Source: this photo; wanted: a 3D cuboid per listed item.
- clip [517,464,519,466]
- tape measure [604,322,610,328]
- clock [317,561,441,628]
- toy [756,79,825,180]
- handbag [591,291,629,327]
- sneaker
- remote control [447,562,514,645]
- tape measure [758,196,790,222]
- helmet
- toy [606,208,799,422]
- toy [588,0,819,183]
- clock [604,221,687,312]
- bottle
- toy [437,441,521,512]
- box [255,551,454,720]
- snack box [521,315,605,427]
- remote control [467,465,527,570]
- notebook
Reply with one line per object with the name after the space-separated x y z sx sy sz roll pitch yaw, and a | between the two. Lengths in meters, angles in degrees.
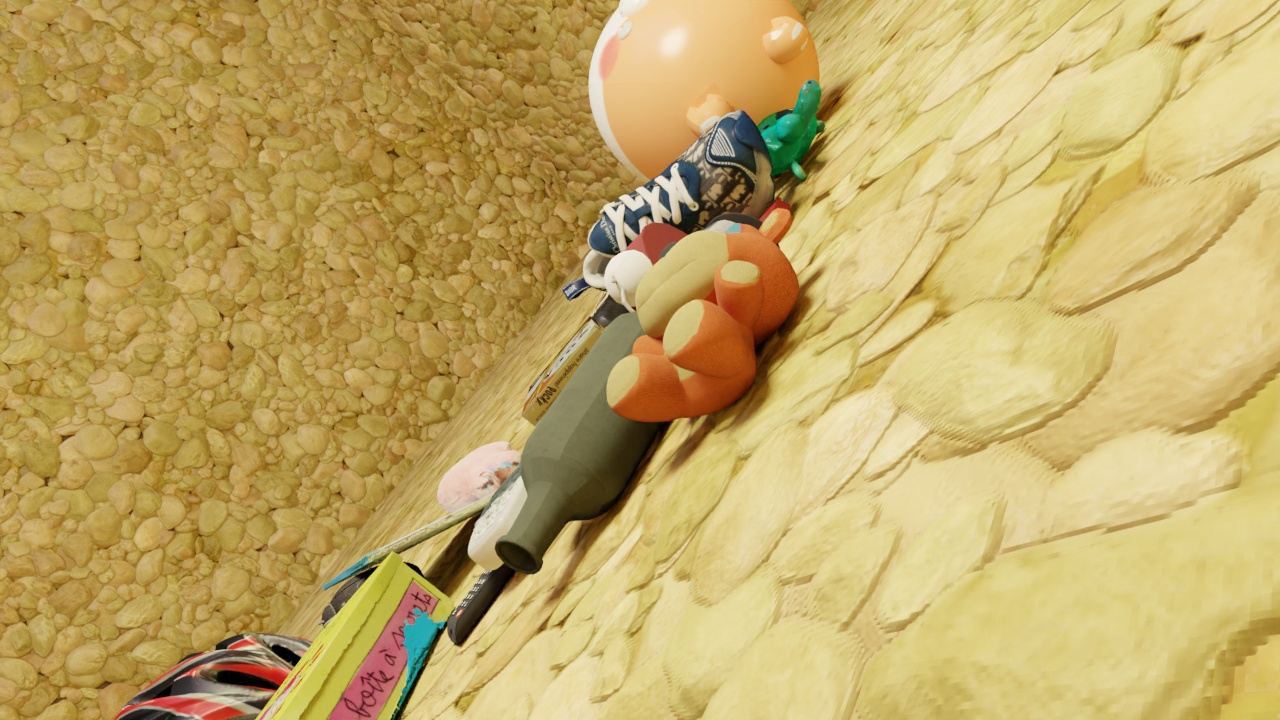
-0.080 0.062 0.943 0.103 0.027 0.120 -44 10 13 | clip
-0.041 -0.010 1.023 0.058 0.038 0.058 -46 -4 13 | tape measure
-0.252 0.226 0.873 0.091 0.043 0.122 -36 -24 12 | clock
0.141 -0.210 0.906 0.131 0.072 0.193 -44 2 19 | toy
-0.042 -0.035 1.112 0.079 0.054 0.128 -57 9 22 | handbag
0.017 -0.129 0.857 0.132 0.103 0.270 -17 -14 -29 | sneaker
-0.100 0.151 0.703 0.146 0.015 0.033 -53 10 -23 | remote control
0.104 -0.107 0.789 0.059 0.019 0.051 -50 9 40 | tape measure
-0.375 0.347 0.824 0.273 0.167 0.217 -32 18 21 | helmet
0.046 -0.032 0.569 0.112 0.096 0.175 -41 1 41 | toy
0.075 -0.323 1.056 0.263 0.265 0.281 -47 24 -1 | toy
0.020 -0.061 0.758 0.048 0.096 0.137 -44 8 33 | clock
-0.032 0.053 0.615 0.072 0.071 0.206 -39 14 47 | bottle
-0.173 0.128 1.018 0.108 0.053 0.105 -38 11 -30 | toy
-0.234 0.258 0.702 0.125 0.080 0.220 -46 11 22 | box
-0.067 0.010 0.892 0.101 0.031 0.186 -50 7 2 | snack box
-0.101 0.117 0.700 0.060 0.028 0.114 -46 9 16 | remote control
-0.217 0.176 0.927 0.180 0.009 0.254 -24 -6 -33 | notebook
